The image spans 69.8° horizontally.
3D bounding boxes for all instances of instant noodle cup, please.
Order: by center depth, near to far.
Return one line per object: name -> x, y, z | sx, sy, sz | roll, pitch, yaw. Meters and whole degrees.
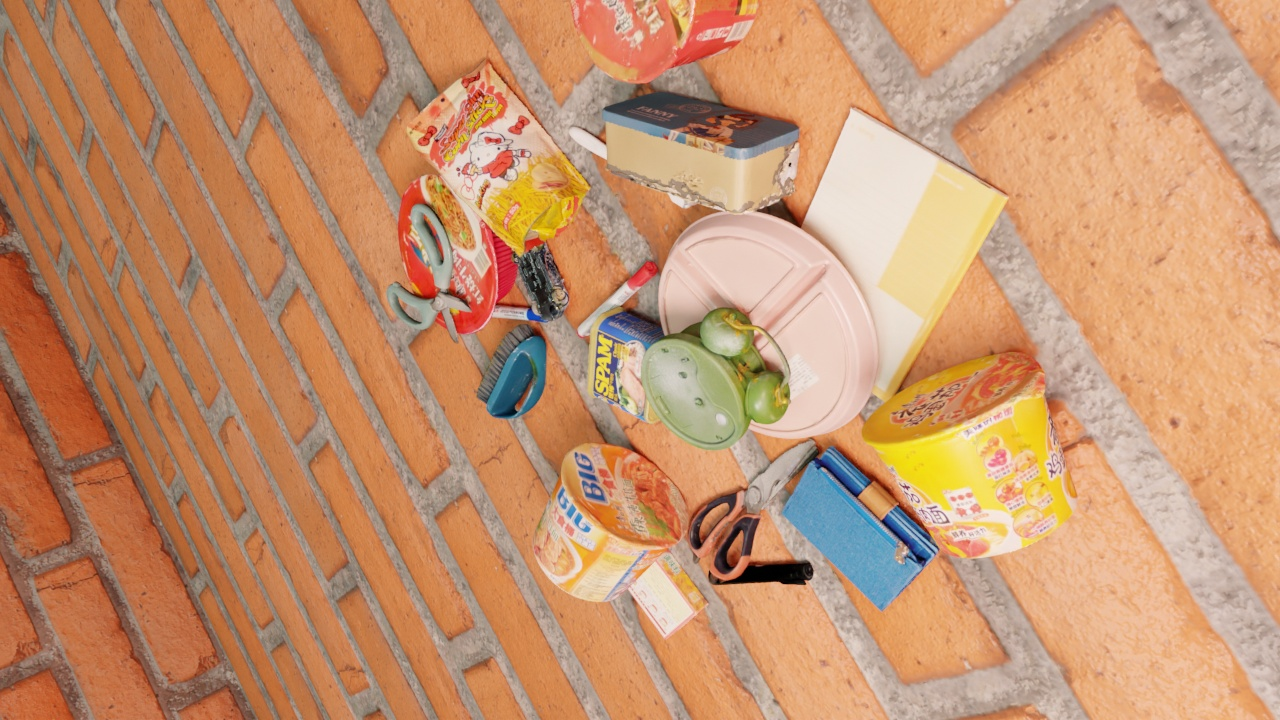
instant noodle cup -> 0.251, 0.074, 0.687 | 0.138, 0.137, 0.110 | -21, 100, 47
instant noodle cup -> 0.025, -0.304, 0.763 | 0.138, 0.108, 0.138 | 19, 119, 38
instant noodle cup -> -0.039, 0.179, 0.988 | 0.151, 0.151, 0.112 | 45, 121, 22
instant noodle cup -> -0.211, -0.131, 1.102 | 0.194, 0.065, 0.194 | 21, 121, 39

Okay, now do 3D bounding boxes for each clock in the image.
clock -> 0.071, 0.015, 0.827 | 0.162, 0.056, 0.116 | -25, 100, 52

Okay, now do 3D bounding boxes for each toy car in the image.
toy car -> -0.112, -0.096, 1.043 | 0.049, 0.031, 0.105 | -23, 89, 48

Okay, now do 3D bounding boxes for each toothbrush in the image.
toothbrush -> -0.011, -0.195, 0.916 | 0.180, 0.016, 0.016 | 37, 127, 31

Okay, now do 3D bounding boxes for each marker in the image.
marker -> 0.123, 0.223, 0.953 | 0.020, 0.022, 0.132 | 36, 147, -30
marker -> -0.028, -0.063, 0.985 | 0.146, 0.017, 0.017 | -39, 78, 46
marker -> -0.163, -0.059, 1.121 | 0.146, 0.016, 0.017 | 7, 112, 43

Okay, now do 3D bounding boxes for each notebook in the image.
notebook -> 0.192, -0.082, 0.762 | 0.146, 0.010, 0.207 | 40, 131, 26

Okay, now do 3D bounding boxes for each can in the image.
can -> -0.006, 0.006, 0.963 | 0.083, 0.057, 0.102 | 25, 123, 33

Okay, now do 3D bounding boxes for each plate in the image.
plate -> 0.105, -0.024, 0.831 | 0.230, 0.028, 0.230 | 26, 134, 30

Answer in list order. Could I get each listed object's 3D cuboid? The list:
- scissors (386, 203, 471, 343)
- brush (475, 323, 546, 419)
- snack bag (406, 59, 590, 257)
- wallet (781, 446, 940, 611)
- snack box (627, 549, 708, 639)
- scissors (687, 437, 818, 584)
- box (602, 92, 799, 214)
scissors -> -0.264, -0.102, 1.107 | 0.170, 0.019, 0.175 | 0, 108, 43
brush -> -0.149, 0.023, 1.113 | 0.073, 0.055, 0.144 | 49, 134, 19
snack bag -> -0.155, -0.219, 0.998 | 0.129, 0.073, 0.208 | -43, 76, 8
wallet -> 0.197, 0.154, 0.838 | 0.133, 0.040, 0.107 | 44, 141, 23
snack box -> 0.006, 0.242, 1.072 | 0.155, 0.026, 0.077 | 52, 135, 16
scissors -> 0.118, 0.156, 0.922 | 0.210, 0.015, 0.182 | -5, 87, 53
box -> 0.046, -0.187, 0.807 | 0.184, 0.089, 0.064 | 27, 130, 33
